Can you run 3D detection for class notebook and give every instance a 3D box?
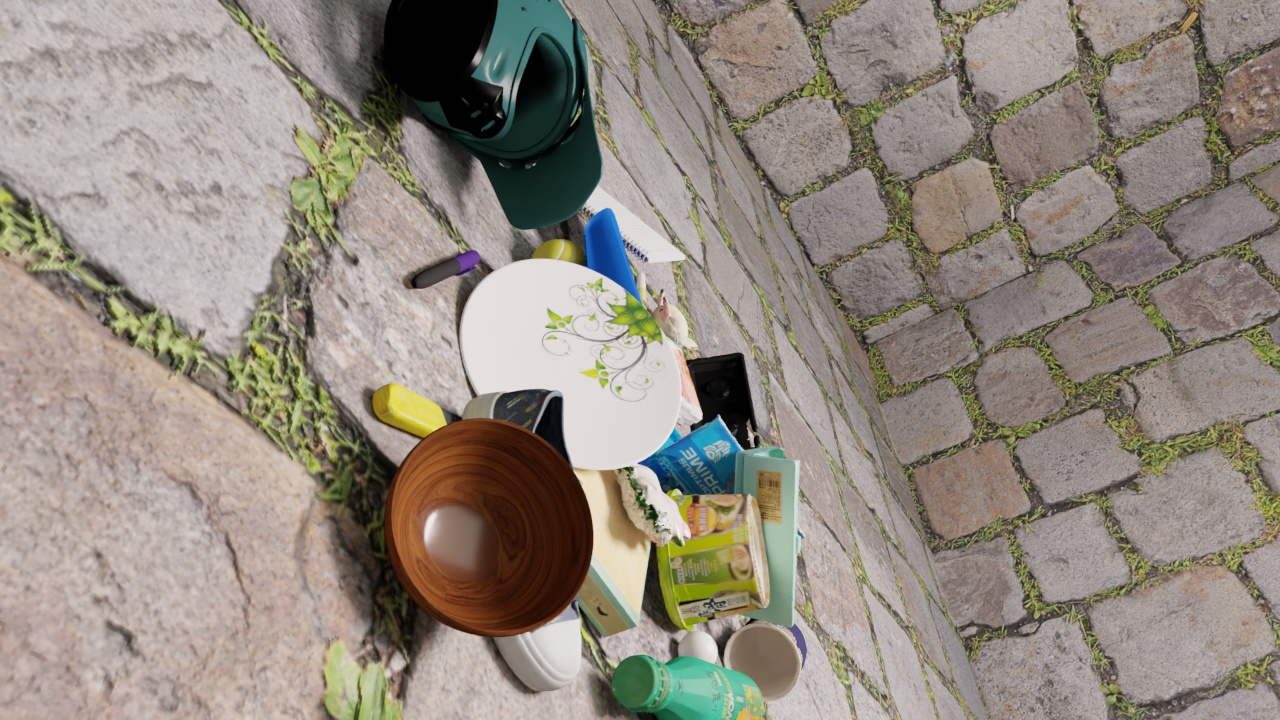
[{"bbox_3d":[-0.059,-0.202,1.149,0.245,0.013,0.177,40,16,9],"label":"notebook"}]

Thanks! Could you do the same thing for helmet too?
[{"bbox_3d":[-0.137,-0.279,0.932,0.200,0.177,0.274,37,30,-49],"label":"helmet"}]

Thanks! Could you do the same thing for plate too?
[{"bbox_3d":[-0.067,0.005,0.875,0.229,0.030,0.229,17,52,-23],"label":"plate"}]

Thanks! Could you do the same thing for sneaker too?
[{"bbox_3d":[-0.076,0.130,0.702,0.087,0.079,0.235,16,58,-64],"label":"sneaker"}]

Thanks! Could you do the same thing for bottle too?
[{"bbox_3d":[0.044,0.305,0.836,0.209,0.068,0.068,40,30,-51],"label":"bottle"}]

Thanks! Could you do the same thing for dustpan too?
[{"bbox_3d":[-0.006,0.006,1.002,0.257,0.059,0.246,-108,-179,-46],"label":"dustpan"}]

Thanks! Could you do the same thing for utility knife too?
[{"bbox_3d":[-0.146,0.058,0.725,0.172,0.020,0.028,37,41,-53],"label":"utility knife"}]

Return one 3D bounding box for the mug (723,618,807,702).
[{"bbox_3d":[0.146,0.348,1.056,0.089,0.086,0.112,6,96,-71],"label":"mug"}]

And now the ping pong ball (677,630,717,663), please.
[{"bbox_3d":[0.058,0.295,0.931,0.040,0.040,0.040,52,22,-32],"label":"ping pong ball"}]

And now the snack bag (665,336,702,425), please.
[{"bbox_3d":[0.043,0.026,1.247,0.077,0.036,0.115,35,34,-57],"label":"snack bag"}]

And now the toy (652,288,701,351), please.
[{"bbox_3d":[0.047,-0.050,1.324,0.087,0.050,0.112,-118,-176,-60],"label":"toy"}]

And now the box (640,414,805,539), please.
[{"bbox_3d":[0.101,0.147,1.121,0.243,0.115,0.093,52,22,-33],"label":"box"}]

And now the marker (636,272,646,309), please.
[{"bbox_3d":[0.001,-0.086,1.315,0.014,0.014,0.132,52,22,-32],"label":"marker"}]

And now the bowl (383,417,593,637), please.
[{"bbox_3d":[-0.112,0.120,0.631,0.147,0.069,0.147,17,57,-28],"label":"bowl"}]

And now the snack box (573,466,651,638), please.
[{"bbox_3d":[-0.041,0.139,0.862,0.141,0.044,0.193,58,20,-21],"label":"snack box"}]

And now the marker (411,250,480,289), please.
[{"bbox_3d":[-0.176,-0.081,0.833,0.133,0.015,0.018,-53,144,-69],"label":"marker"}]

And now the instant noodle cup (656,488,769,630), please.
[{"bbox_3d":[0.079,0.204,0.959,0.146,0.098,0.146,-7,89,-78],"label":"instant noodle cup"}]

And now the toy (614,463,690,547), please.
[{"bbox_3d":[0.013,0.141,0.868,0.109,0.041,0.095,44,15,-53],"label":"toy"}]

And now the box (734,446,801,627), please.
[{"bbox_3d":[0.155,0.196,1.030,0.077,0.093,0.188,-2,96,-41],"label":"box"}]

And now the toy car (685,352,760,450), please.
[{"bbox_3d":[0.120,0.081,1.334,0.191,0.094,0.071,-95,173,-47],"label":"toy car"}]

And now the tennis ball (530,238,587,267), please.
[{"bbox_3d":[-0.089,-0.101,1.009,0.065,0.065,0.065,52,22,-32],"label":"tennis ball"}]
